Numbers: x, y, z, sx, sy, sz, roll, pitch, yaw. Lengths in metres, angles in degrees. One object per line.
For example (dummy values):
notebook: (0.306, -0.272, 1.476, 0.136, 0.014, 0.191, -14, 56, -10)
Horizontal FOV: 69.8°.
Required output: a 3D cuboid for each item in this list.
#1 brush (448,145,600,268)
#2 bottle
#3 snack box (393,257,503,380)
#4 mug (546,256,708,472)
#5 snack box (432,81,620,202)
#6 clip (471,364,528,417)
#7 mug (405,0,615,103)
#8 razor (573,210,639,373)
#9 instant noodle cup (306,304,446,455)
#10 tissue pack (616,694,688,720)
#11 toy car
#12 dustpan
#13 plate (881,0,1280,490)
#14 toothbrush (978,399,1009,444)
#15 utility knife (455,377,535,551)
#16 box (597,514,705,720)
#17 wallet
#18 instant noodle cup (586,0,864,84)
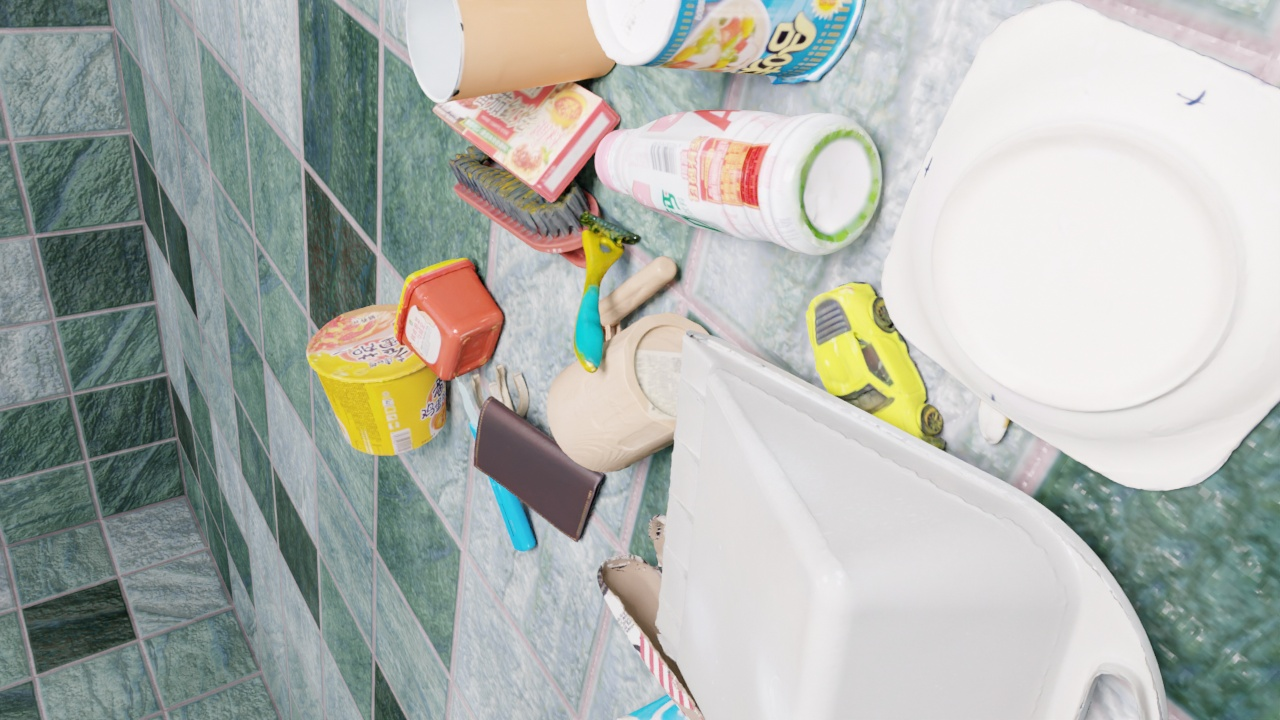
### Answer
brush: (-0.079, -0.117, 0.689, 0.146, 0.063, 0.069, 38, 163, 40)
bottle: (0.041, -0.105, 0.512, 0.197, 0.068, 0.068, 23, 122, 54)
snack box: (-0.175, -0.035, 0.840, 0.080, 0.081, 0.091, 49, 140, 18)
mug: (-0.004, 0.004, 0.615, 0.104, 0.084, 0.124, -32, 55, 54)
snack box: (-0.086, -0.177, 0.660, 0.075, 0.025, 0.153, -51, 51, 2)
clip: (-0.131, 0.050, 0.851, 0.083, 0.034, 0.105, 35, 139, 38)
mug: (-0.077, -0.208, 0.585, 0.078, 0.122, 0.078, 26, 123, 49)
razor: (-0.028, -0.041, 0.594, 0.028, 0.043, 0.132, -43, 32, 41)
instant noodle cup: (-0.261, 0.023, 0.947, 0.138, 0.137, 0.110, 39, 141, 41)
tissue pack: (0.051, 0.277, 0.627, 0.140, 0.089, 0.063, 19, 119, 52)
toy car: (0.117, 0.011, 0.475, 0.048, 0.032, 0.105, -34, 76, 55)
dustpan: (0.115, 0.129, 0.468, 0.257, 0.142, 0.223, -119, 31, -63)
plate: (0.171, -0.036, 0.355, 0.164, 0.034, 0.164, 38, 133, 28)
toothbrush: (0.168, -0.048, 0.395, 0.016, 0.018, 0.192, 32, 131, 48)
utility knife: (-0.136, 0.100, 0.852, 0.034, 0.018, 0.191, 17, 130, 53)
box: (0.046, 0.175, 0.625, 0.163, 0.076, 0.088, 47, 112, 35)
wallet: (-0.091, 0.095, 0.787, 0.122, 0.020, 0.097, 34, 138, 15)
instant noodle cup: (0.037, -0.181, 0.444, 0.099, 0.109, 0.099, 26, 123, 48)
